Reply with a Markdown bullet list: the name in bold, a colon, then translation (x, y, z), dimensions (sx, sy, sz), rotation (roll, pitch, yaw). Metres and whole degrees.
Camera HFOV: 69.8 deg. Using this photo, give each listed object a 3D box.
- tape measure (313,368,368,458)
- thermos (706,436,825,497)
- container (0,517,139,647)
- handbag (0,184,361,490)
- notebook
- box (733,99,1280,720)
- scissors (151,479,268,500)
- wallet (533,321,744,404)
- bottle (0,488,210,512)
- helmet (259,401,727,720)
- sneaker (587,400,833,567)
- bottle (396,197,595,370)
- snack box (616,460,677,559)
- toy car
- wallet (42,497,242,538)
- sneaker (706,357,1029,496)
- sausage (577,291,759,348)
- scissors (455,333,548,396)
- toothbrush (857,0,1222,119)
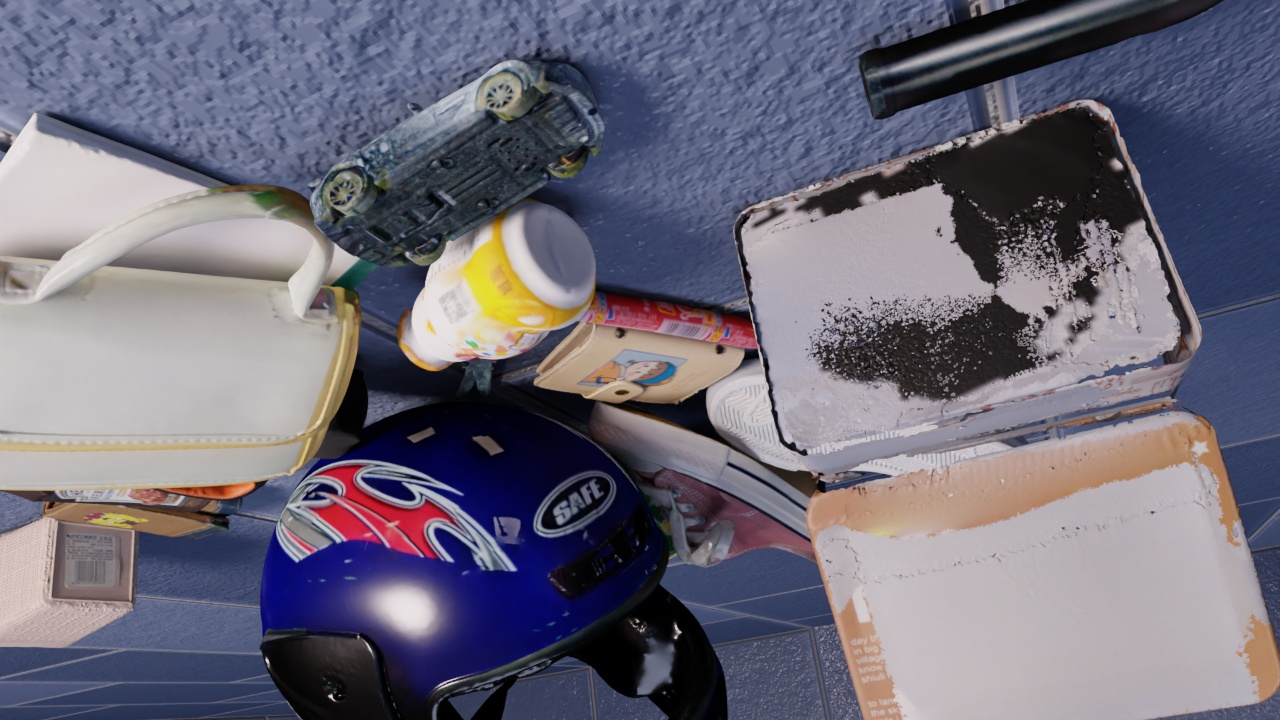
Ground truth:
- **tape measure**: translation (-0.189, 0.029, 0.540), dimensions (0.058, 0.057, 0.039), rotation (-23, 150, 37)
- **thermos**: translation (0.088, 0.107, 0.788), dimensions (0.143, 0.093, 0.093), rotation (17, 147, -30)
- **container**: translation (-0.492, 0.185, 0.778), dimensions (0.111, 0.089, 0.090), rotation (-25, 152, 27)
- **handbag**: translation (-0.206, -0.007, 0.396), dimensions (0.163, 0.063, 0.179), rotation (3, 143, -36)
- **notebook**: translation (-0.242, -0.017, 0.428), dimensions (0.210, 0.012, 0.150), rotation (-34, 147, 29)
- **box**: translation (0.160, 0.039, 0.421), dimensions (0.179, 0.259, 0.110), rotation (-15, 158, 17)
- **scissors**: translation (-0.308, 0.039, 0.523), dimensions (0.235, 0.021, 0.221), rotation (-30, 146, 16)
- **wallet**: translation (-0.004, 0.003, 0.589), dimensions (0.115, 0.024, 0.088), rotation (8, 148, -34)
- **bottle**: translation (-0.370, 0.063, 0.578), dimensions (0.194, 0.044, 0.080), rotation (12, 144, -38)
- **helmet**: translation (-0.092, 0.153, 0.590), dimensions (0.316, 0.241, 0.246), rotation (14, -152, 28)
- **sneaker**: translation (0.052, 0.109, 0.675), dimensions (0.241, 0.087, 0.118), rotation (32, 174, -29)
- **bottle**: translation (-0.072, -0.030, 0.433), dimensions (0.063, 0.063, 0.109), rotation (15, 149, -43)
- **snack box**: translation (-0.016, 0.140, 0.815), dimensions (0.105, 0.117, 0.118), rotation (-14, 163, -18)
- **toy car**: translation (-0.072, -0.077, 0.358), dimensions (0.121, 0.036, 0.054), rotation (-25, 153, 15)
- **wallet**: translation (-0.383, 0.112, 0.711), dimensions (0.090, 0.033, 0.115), rotation (-22, 150, 32)
- **sneaker**: translation (0.165, 0.035, 0.663), dimensions (0.242, 0.090, 0.090), rotation (15, 123, -8)
- **sausage**: translation (0.017, -0.024, 0.532), dimensions (0.155, 0.020, 0.020), rotation (8, 153, -33)
- **scissors**: translation (-0.106, 0.001, 0.560), dimensions (0.073, 0.017, 0.138), rotation (2, 159, -23)
- **toothbrush**: translation (0.186, -0.132, 0.326), dimensions (0.213, 0.027, 0.026), rotation (-16, -160, 15)
